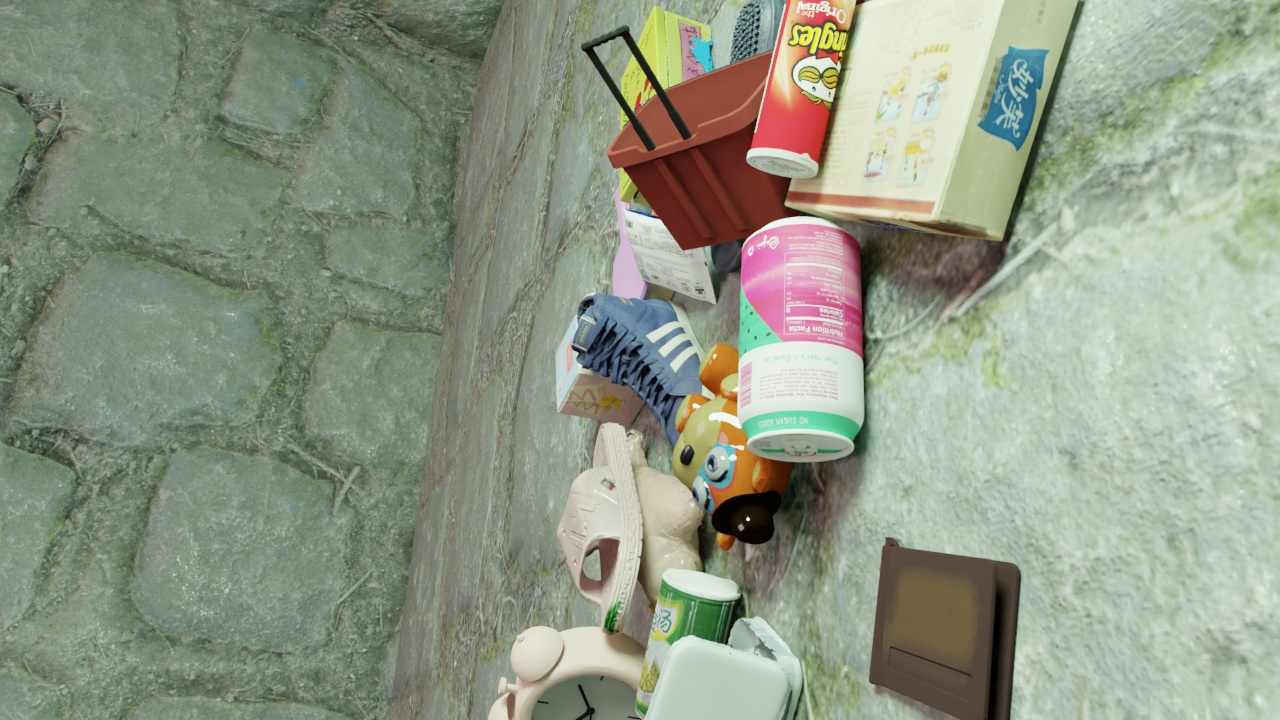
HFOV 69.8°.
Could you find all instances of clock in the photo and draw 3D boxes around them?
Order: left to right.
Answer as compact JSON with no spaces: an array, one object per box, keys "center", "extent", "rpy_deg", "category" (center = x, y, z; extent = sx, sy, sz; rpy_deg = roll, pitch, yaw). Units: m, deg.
[{"center":[-0.051,0.302,0.841],"extent":[0.086,0.160,0.131],"rpy_deg":[-115,40,-60],"category":"clock"}]

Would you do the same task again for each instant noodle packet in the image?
[{"center":[0.027,-0.111,0.961],"extent":[0.134,0.026,0.087],"rpy_deg":[25,138,51],"category":"instant noodle packet"}]

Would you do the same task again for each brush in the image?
[{"center":[-0.002,-0.138,1.130],"extent":[0.089,0.043,0.228],"rpy_deg":[121,153,-43],"category":"brush"}]

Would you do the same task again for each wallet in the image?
[{"center":[0.170,0.153,0.533],"extent":[0.116,0.018,0.091],"rpy_deg":[162,117,-70],"category":"wallet"}]

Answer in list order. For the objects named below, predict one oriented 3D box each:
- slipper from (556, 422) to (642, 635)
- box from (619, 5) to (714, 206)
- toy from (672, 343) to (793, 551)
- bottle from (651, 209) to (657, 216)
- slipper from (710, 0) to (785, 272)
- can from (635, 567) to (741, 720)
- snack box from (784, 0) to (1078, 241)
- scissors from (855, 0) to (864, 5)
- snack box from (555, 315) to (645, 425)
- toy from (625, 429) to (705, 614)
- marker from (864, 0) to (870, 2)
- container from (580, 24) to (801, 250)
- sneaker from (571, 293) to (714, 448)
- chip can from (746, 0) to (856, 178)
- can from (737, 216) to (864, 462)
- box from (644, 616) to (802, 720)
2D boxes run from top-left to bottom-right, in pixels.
[{"center":[-0.043,0.145,0.866],"extent":[0.238,0.064,0.094],"rpy_deg":[-97,19,-54],"category":"slipper"},{"center":[0.030,-0.294,1.077],"extent":[0.125,0.082,0.220],"rpy_deg":[127,147,-51],"category":"box"},{"center":[0.076,0.073,0.743],"extent":[0.176,0.096,0.112],"rpy_deg":[64,142,43],"category":"toy"},{"center":[0.061,-0.197,0.967],"extent":[0.062,0.062,0.138],"rpy_deg":[-105,34,-52],"category":"bottle"},{"center":[0.077,-0.218,0.875],"extent":[0.101,0.082,0.264],"rpy_deg":[-133,49,-68],"category":"slipper"},{"center":[0.039,0.240,0.767],"extent":[0.067,0.067,0.121],"rpy_deg":[-160,82,-70],"category":"can"},{"center":[0.182,-0.167,0.618],"extent":[0.207,0.055,0.153],"rpy_deg":[-144,68,-70],"category":"snack box"},{"center":[0.166,-0.285,0.743],"extent":[0.179,0.015,0.196],"rpy_deg":[-170,95,-84],"category":"scissors"},{"center":[-0.044,0.012,1.085],"extent":[0.080,0.094,0.092],"rpy_deg":[121,153,-42],"category":"snack box"},{"center":[0.000,0.170,0.922],"extent":[0.265,0.065,0.196],"rpy_deg":[177,109,-71],"category":"toy"},{"center":[0.183,-0.274,0.733],"extent":[0.019,0.019,0.146],"rpy_deg":[-143,66,-69],"category":"marker"},{"center":[0.046,-0.199,0.740],"extent":[0.148,0.201,0.126],"rpy_deg":[-8,37,38],"category":"container"},{"center":[-0.005,0.005,0.945],"extent":[0.232,0.118,0.092],"rpy_deg":[-101,30,-48],"category":"sneaker"},{"center":[0.126,-0.244,0.661],"extent":[0.052,0.051,0.214],"rpy_deg":[-168,91,-71],"category":"chip can"},{"center":[0.116,-0.016,0.668],"extent":[0.088,0.088,0.165],"rpy_deg":[141,137,-61],"category":"can"},{"center":[0.049,0.297,0.697],"extent":[0.105,0.130,0.211],"rpy_deg":[-125,54,-82],"category":"box"}]
